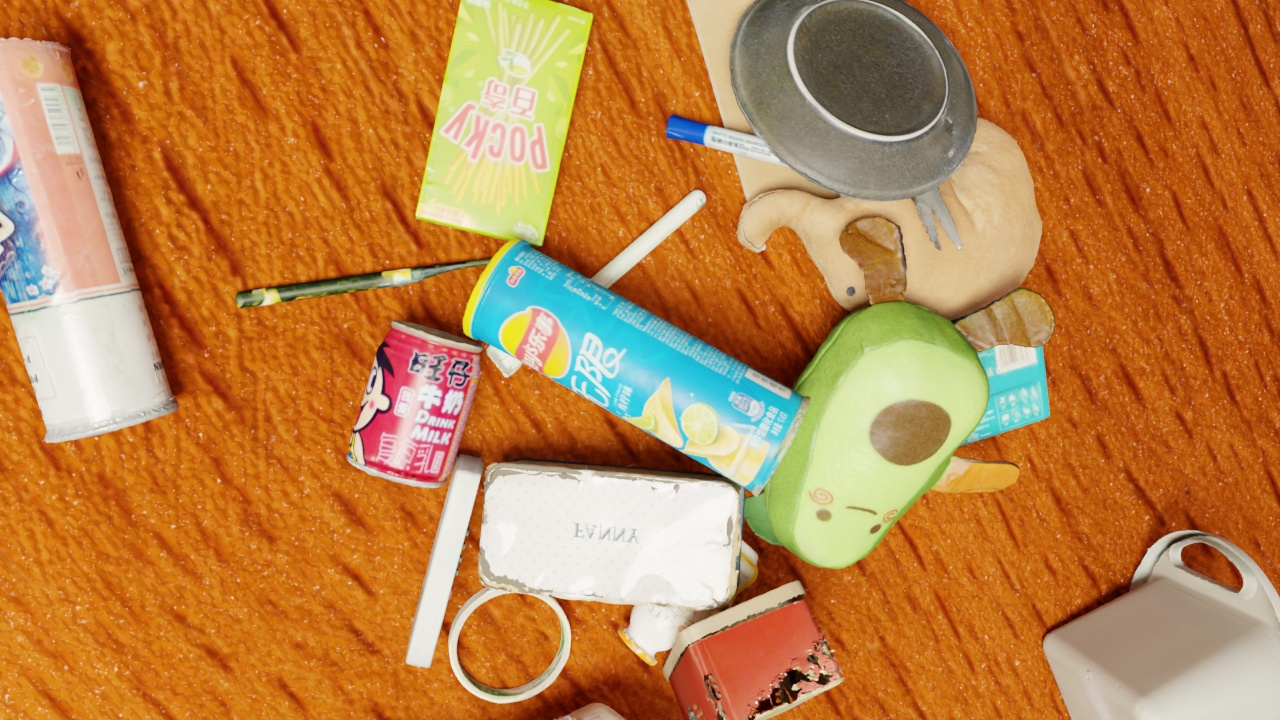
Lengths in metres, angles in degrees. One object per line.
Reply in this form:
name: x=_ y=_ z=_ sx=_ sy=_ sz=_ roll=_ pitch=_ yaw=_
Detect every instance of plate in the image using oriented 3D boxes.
plate: x=0.148 y=-0.189 z=0.610 sx=0.179 sy=0.024 sz=0.179 roll=5 pitch=68 yaw=-12

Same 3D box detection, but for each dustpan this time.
dustpan: x=0.427 y=0.274 z=0.699 sx=0.142 sy=0.222 sz=0.257 roll=-26 pitch=92 yaw=1

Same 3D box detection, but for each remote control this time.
remote control: x=-0.129 y=0.130 z=0.609 sx=0.019 sy=0.056 sz=0.135 roll=15 pitch=92 yaw=-11

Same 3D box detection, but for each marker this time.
marker: x=0.088 y=-0.142 z=0.623 sx=0.146 sy=0.017 sz=0.017 roll=16 pitch=92 yaw=10

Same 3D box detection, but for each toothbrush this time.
toothbrush: x=-0.027 y=-0.057 z=0.634 sx=0.189 sy=0.020 sz=0.029 roll=-41 pitch=130 yaw=-8
toothbrush: x=-0.166 y=-0.050 z=0.600 sx=0.185 sy=0.012 sz=0.017 roll=-10 pitch=110 yaw=-14

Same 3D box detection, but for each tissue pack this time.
tissue pack: x=0.244 y=0.015 z=0.700 sx=0.133 sy=0.050 sz=0.093 roll=-16 pitch=103 yaw=-13

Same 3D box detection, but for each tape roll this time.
tape roll: x=-0.092 y=0.199 z=0.650 sx=0.085 sy=0.014 sz=0.086 roll=-2 pitch=97 yaw=-15

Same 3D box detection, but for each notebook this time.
notebook: x=0.119 y=-0.217 z=0.658 sx=0.149 sy=0.012 sz=0.211 roll=-21 pitch=103 yaw=-12

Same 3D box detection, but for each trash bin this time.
trash bin: x=-0.063 y=0.336 z=0.585 sx=0.191 sy=0.228 sz=0.227 roll=-30 pitch=104 yaw=-23

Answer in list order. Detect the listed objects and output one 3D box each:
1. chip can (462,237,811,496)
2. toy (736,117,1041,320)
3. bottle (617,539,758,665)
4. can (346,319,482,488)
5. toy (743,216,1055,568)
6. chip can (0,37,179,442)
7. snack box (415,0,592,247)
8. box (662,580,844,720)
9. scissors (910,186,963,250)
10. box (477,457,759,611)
chip can: x=-0.003 y=0.003 z=0.573 sx=0.210 sy=0.071 sz=0.071 roll=29 pitch=88 yaw=6
toy: x=0.184 y=-0.088 z=0.656 sx=0.225 sy=0.082 sz=0.143 roll=-14 pitch=90 yaw=-14
bottle: x=0.032 y=0.164 z=0.653 sx=0.063 sy=0.063 sz=0.108 roll=45 pitch=84 yaw=-16
can: x=-0.143 y=0.027 z=0.587 sx=0.066 sy=0.066 sz=0.094 roll=17 pitch=92 yaw=-17
toy: x=0.160 y=0.040 z=0.623 sx=0.227 sy=0.090 sz=0.247 roll=21 pitch=107 yaw=-6
chip can: x=-0.330 y=-0.066 z=0.522 sx=0.071 sy=0.071 sz=0.215 roll=-14 pitch=100 yaw=-13
snack box: x=-0.089 y=-0.159 z=0.600 sx=0.085 sy=0.026 sz=0.156 roll=12 pitch=94 yaw=-16
box: x=0.074 y=0.215 z=0.610 sx=0.091 sy=0.169 sz=0.080 roll=-19 pitch=66 yaw=-12
scissors: x=0.169 y=-0.150 z=0.624 sx=0.146 sy=0.014 sz=0.171 roll=25 pitch=63 yaw=0
box: x=-0.011 y=0.112 z=0.602 sx=0.184 sy=0.061 sz=0.089 roll=6 pitch=87 yaw=5
